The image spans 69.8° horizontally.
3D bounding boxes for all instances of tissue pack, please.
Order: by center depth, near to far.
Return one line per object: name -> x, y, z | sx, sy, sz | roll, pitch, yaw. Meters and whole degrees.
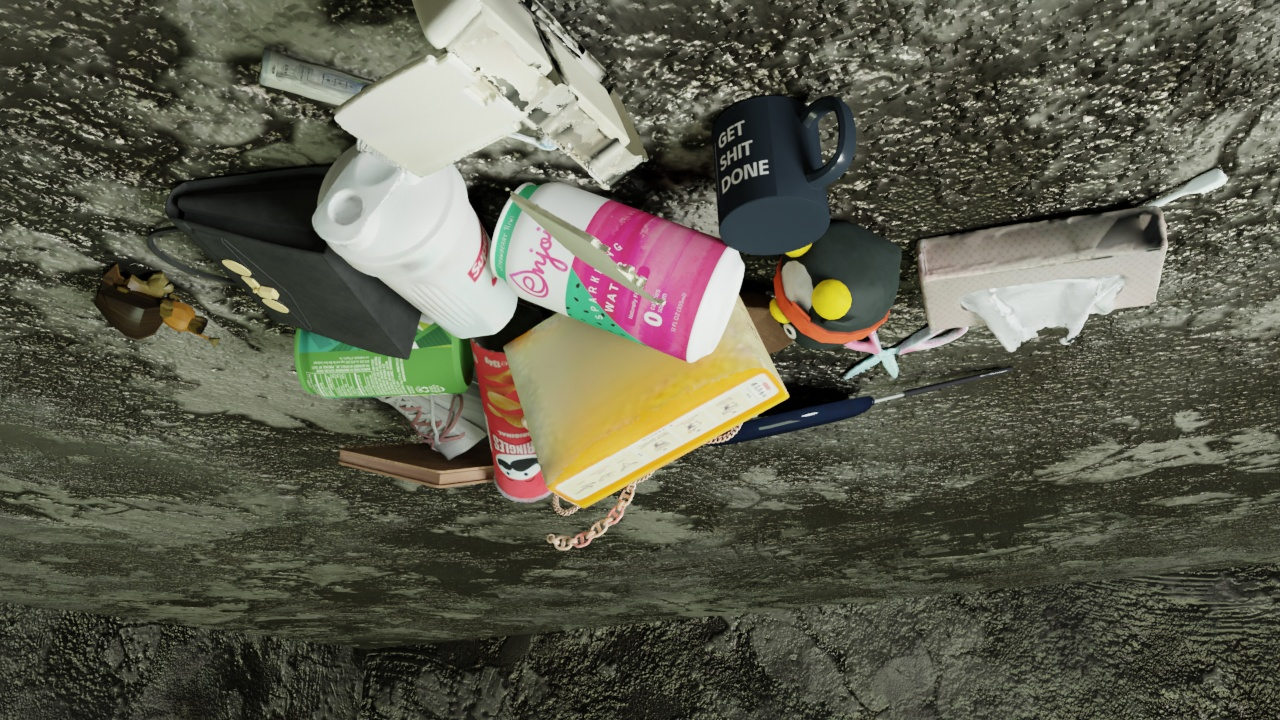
tissue pack -> 0.325, -0.062, 0.751 | 0.182, 0.071, 0.104 | -8, 148, 18

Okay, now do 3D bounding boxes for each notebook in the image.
notebook -> -0.218, 0.115, 1.059 | 0.169, 0.022, 0.210 | 7, -178, 32

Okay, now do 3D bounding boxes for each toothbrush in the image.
toothbrush -> -0.140, -0.157, 0.575 | 0.185, 0.022, 0.024 | 11, 170, -24
toothbrush -> 0.375, -0.105, 0.743 | 0.017, 0.012, 0.187 | 11, 154, -35

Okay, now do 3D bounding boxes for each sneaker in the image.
sneaker -> -0.208, 0.055, 0.970 | 0.236, 0.089, 0.099 | 19, 149, -39

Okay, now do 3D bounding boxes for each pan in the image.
pan -> 0.240, 0.053, 1.032 | 0.357, 0.021, 0.198 | -14, 173, 6

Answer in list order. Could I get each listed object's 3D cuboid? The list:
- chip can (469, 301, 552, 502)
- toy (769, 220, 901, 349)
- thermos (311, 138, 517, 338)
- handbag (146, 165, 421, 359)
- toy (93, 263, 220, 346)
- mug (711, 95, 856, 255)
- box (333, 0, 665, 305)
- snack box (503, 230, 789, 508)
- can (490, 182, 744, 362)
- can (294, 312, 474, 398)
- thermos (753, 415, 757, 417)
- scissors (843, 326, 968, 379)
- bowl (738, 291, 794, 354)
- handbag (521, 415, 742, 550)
chip can -> -0.120, 0.044, 0.897 | 0.073, 0.073, 0.233 | -1, 138, -2
toy -> 0.151, -0.053, 0.739 | 0.099, 0.097, 0.119 | -13, 153, -22
thermos -> -0.151, -0.084, 0.661 | 0.099, 0.099, 0.220 | -5, 164, 6
handbag -> -0.293, -0.078, 0.718 | 0.196, 0.072, 0.176 | 6, 157, 8
toy -> -0.404, -0.041, 0.775 | 0.100, 0.062, 0.076 | 26, -177, -23
mug -> 0.095, -0.126, 0.591 | 0.071, 0.077, 0.105 | 16, 151, -35
box -> -0.071, -0.103, 0.458 | 0.101, 0.194, 0.143 | -36, 139, 19
snack box -> -0.004, 0.004, 0.736 | 0.195, 0.145, 0.080 | -30, 147, 12
can -> -0.016, -0.065, 0.650 | 0.166, 0.088, 0.088 | 21, 159, 11
can -> -0.229, -0.009, 0.831 | 0.144, 0.083, 0.083 | -2, 157, 1
thermos -> 0.010, 0.040, 0.982 | 0.230, 0.067, 0.068 | -7, 156, 10
scissors -> 0.269, -0.013, 0.944 | 0.159, 0.014, 0.172 | -11, 155, 21
bowl -> 0.088, -0.036, 0.856 | 0.118, 0.030, 0.118 | -1, 157, -1
handbag -> -0.002, 0.081, 0.827 | 0.199, 0.187, 0.116 | -43, 140, 0
